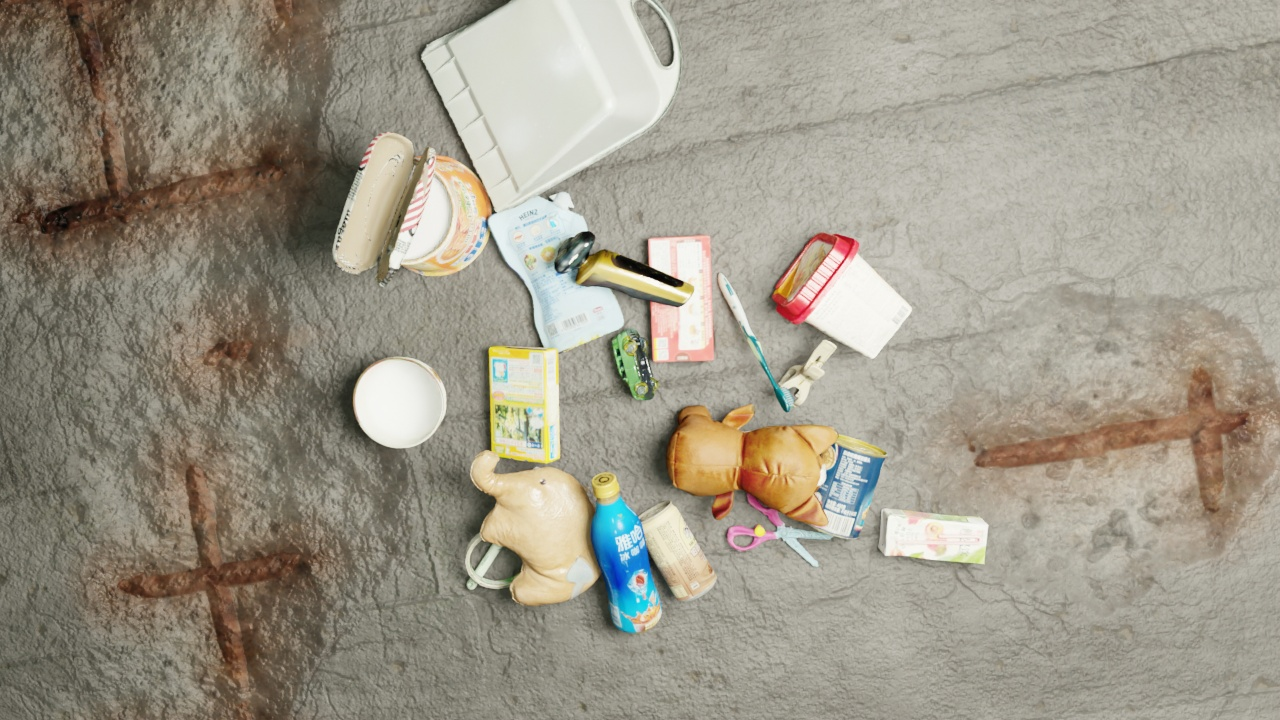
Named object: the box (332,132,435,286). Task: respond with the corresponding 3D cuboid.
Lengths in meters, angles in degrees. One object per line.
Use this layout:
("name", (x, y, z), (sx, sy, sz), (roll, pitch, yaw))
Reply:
("box", (-0.285, -0.168, 1.003), (0.087, 0.076, 0.163), (18, 100, -20))

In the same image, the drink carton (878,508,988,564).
("drink carton", (0.358, 0.215, 1.121), (0.122, 0.045, 0.053), (5, 96, 4))

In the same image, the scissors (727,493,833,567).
("scissors", (0.177, 0.206, 1.152), (0.134, 0.017, 0.113), (4, 92, 0))

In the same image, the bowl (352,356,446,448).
("bowl", (-0.293, 0.048, 1.148), (0.113, 0.062, 0.113), (1, 98, 5))

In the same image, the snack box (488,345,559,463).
("snack box", (-0.144, 0.053, 1.134), (0.087, 0.033, 0.140), (3, 96, 30))

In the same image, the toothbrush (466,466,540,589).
("toothbrush", (-0.172, 0.219, 1.179), (0.029, 0.020, 0.190), (35, 100, 9))

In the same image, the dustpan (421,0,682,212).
("dustpan", (-0.089, -0.338, 1.102), (0.258, 0.142, 0.222), (-26, 90, 33))

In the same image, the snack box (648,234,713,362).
("snack box", (0.050, -0.075, 1.123), (0.075, 0.025, 0.153), (-2, 97, 4))

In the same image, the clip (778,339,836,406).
("clip", (0.196, 0.020, 1.091), (0.034, 0.071, 0.100), (35, 143, -1))

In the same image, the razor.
("razor", (-0.018, -0.104, 1.083), (0.167, 0.062, 0.068), (19, 126, -5))

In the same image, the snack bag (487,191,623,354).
("snack bag", (-0.102, -0.109, 1.126), (0.110, 0.038, 0.191), (-22, 92, 12))

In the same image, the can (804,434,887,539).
("can", (0.244, 0.152, 1.108), (0.075, 0.075, 0.111), (17, 98, 3))

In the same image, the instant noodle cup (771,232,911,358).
("instant noodle cup", (0.236, -0.072, 1.070), (0.124, 0.116, 0.117), (36, 98, -11))

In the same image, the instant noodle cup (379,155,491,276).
("instant noodle cup", (-0.264, -0.175, 1.094), (0.151, 0.111, 0.151), (1, 96, 4))

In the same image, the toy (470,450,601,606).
("toy", (-0.125, 0.193, 1.124), (0.143, 0.082, 0.226), (-29, 106, -19))

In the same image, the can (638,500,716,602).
("can", (0.043, 0.238, 1.143), (0.058, 0.058, 0.116), (-30, 94, 7))

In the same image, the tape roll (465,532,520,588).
("tape roll", (-0.180, 0.252, 1.171), (0.085, 0.014, 0.086), (-4, 112, -11))

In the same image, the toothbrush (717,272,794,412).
("toothbrush", (0.138, -0.024, 1.102), (0.018, 0.016, 0.191), (-17, 73, -28))

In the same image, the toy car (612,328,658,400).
("toy car", (-0.007, 0.007, 1.128), (0.036, 0.043, 0.091), (-20, 86, 22))

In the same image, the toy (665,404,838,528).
("toy", (0.133, 0.123, 1.096), (0.200, 0.130, 0.140), (4, 99, 25))

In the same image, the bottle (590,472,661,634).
("bottle", (-0.023, 0.231, 1.110), (0.065, 0.065, 0.219), (-9, 117, 6))
